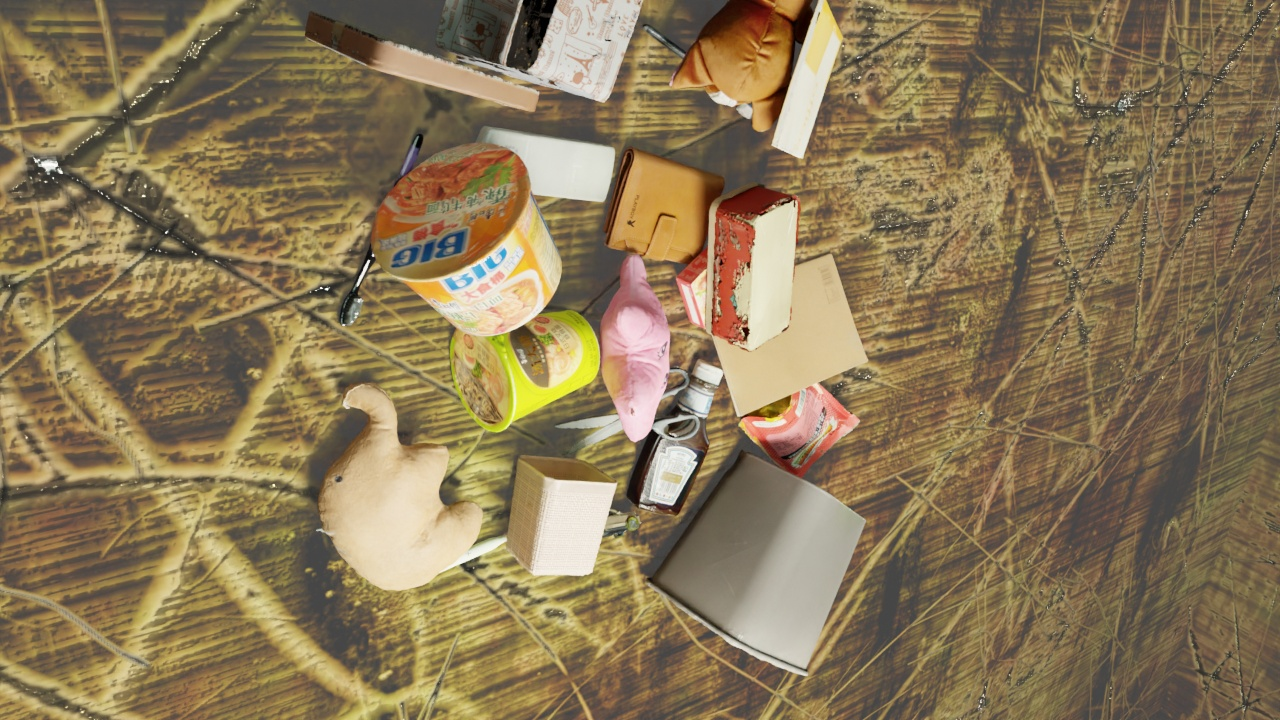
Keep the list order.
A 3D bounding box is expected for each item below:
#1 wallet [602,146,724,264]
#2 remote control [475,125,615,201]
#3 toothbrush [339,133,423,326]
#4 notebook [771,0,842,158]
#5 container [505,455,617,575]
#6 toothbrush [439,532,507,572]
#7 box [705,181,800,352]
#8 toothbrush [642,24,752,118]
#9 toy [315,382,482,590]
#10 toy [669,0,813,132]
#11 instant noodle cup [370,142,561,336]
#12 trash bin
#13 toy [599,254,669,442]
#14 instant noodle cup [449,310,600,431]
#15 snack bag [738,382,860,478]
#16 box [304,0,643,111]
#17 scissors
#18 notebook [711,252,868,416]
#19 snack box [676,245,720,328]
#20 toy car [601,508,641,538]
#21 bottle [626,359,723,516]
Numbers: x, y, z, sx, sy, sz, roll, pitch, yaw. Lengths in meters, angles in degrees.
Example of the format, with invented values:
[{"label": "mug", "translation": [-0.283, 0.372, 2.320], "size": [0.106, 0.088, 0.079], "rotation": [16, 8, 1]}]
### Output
[{"label": "wallet", "translation": [0.025, -0.162, 0.989], "size": [0.131, 0.031, 0.108], "rotation": [8, 105, -39]}, {"label": "remote control", "translation": [-0.093, -0.190, 0.892], "size": [0.149, 0.021, 0.058], "rotation": [0, 112, -37]}, {"label": "toothbrush", "translation": [-0.233, -0.116, 0.829], "size": [0.014, 0.017, 0.189], "rotation": [18, 99, -46]}, {"label": "notebook", "translation": [0.179, -0.291, 0.974], "size": [0.206, 0.010, 0.146], "rotation": [-27, 136, -71]}, {"label": "container", "translation": [-0.092, 0.172, 1.011], "size": [0.089, 0.090, 0.111], "rotation": [8, 98, -33]}, {"label": "toothbrush", "translation": [-0.180, 0.213, 1.026], "size": [0.189, 0.020, 0.029], "rotation": [-17, 140, -30]}, {"label": "box", "translation": [0.127, -0.098, 1.002], "size": [0.091, 0.077, 0.169], "rotation": [-30, 132, -36]}, {"label": "toothbrush", "translation": [0.064, -0.301, 0.960], "size": [0.181, 0.015, 0.018], "rotation": [24, 105, -42]}, {"label": "toy", "translation": [-0.249, 0.132, 0.901], "size": [0.143, 0.082, 0.226], "rotation": [-37, 126, -23]}, {"label": "toy", "translation": [0.112, -0.339, 0.913], "size": [0.140, 0.130, 0.199], "rotation": [18, 90, -13]}, {"label": "instant noodle cup", "translation": [-0.145, -0.100, 0.817], "size": [0.151, 0.151, 0.111], "rotation": [-45, 144, -11]}, {"label": "trash bin", "translation": [0.162, 0.258, 1.200], "size": [0.198, 0.199, 0.219], "rotation": [37, 81, -43]}, {"label": "toy", "translation": [-0.006, 0.006, 0.964], "size": [0.074, 0.178, 0.195], "rotation": [-1, 129, 5]}, {"label": "instant noodle cup", "translation": [-0.110, 0.000, 0.924], "size": [0.123, 0.112, 0.112], "rotation": [-20, 123, -38]}, {"label": "snack bag", "translation": [0.212, 0.086, 1.233], "size": [0.128, 0.073, 0.208], "rotation": [-51, 137, 1]}, {"label": "box", "translation": [-0.125, -0.291, 0.715], "size": [0.205, 0.181, 0.158], "rotation": [5, 110, -39]}, {"label": "scissors", "translation": [-0.007, 0.069, 1.062], "size": [0.165, 0.014, 0.163], "rotation": [34, 81, -19]}, {"label": "notebook", "translation": [0.182, -0.036, 1.137], "size": [0.211, 0.012, 0.149], "rotation": [-21, 94, -28]}, {"label": "snack box", "translation": [0.105, -0.113, 1.054], "size": [0.152, 0.025, 0.075], "rotation": [-45, 140, -21]}, {"label": "toy car", "translation": [-0.041, 0.198, 1.108], "size": [0.090, 0.042, 0.035], "rotation": [1, 67, -36]}, {"label": "bottle", "translation": [0.049, 0.094, 1.123], "size": [0.079, 0.044, 0.195], "rotation": [17, 99, -31]}]
